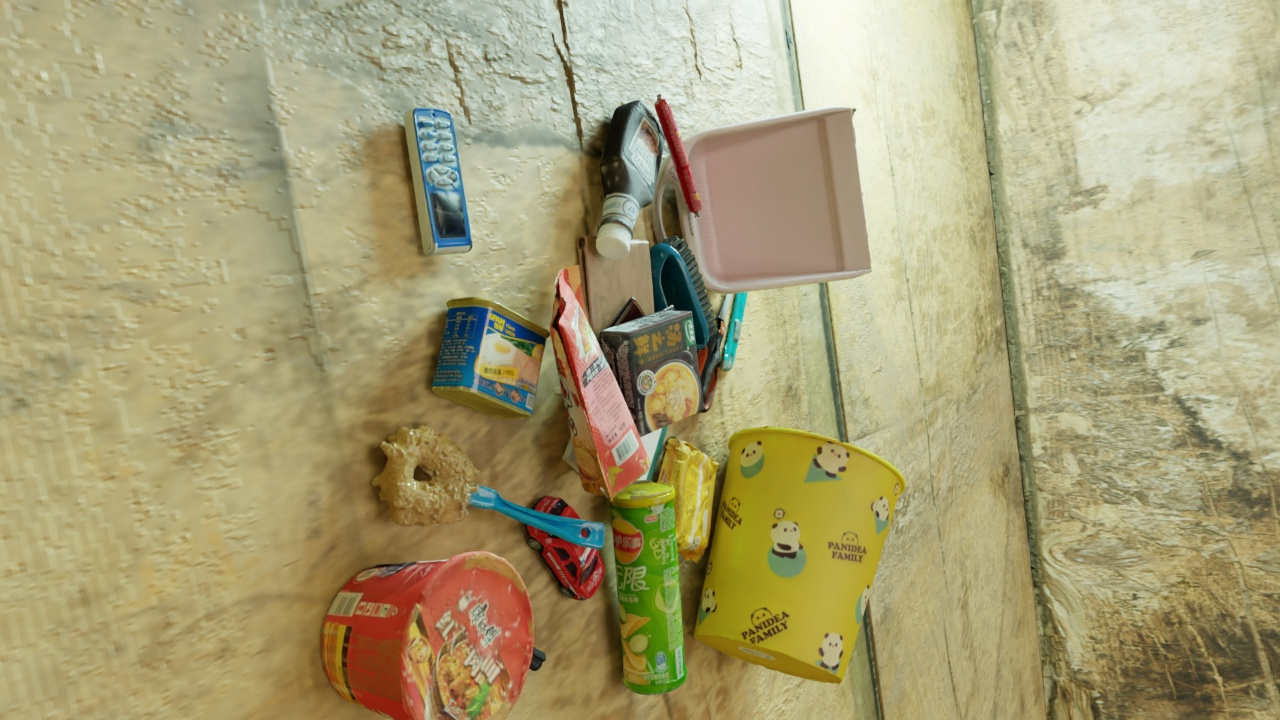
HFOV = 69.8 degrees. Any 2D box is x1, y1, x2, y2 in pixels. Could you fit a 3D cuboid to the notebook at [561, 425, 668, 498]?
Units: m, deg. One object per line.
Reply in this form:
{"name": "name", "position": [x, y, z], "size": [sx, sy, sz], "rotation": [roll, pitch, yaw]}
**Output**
{"name": "notebook", "position": [-0.012, 0.056, 1.032], "size": [0.150, 0.012, 0.208], "rotation": [50, 48, -42]}

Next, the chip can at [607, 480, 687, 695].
{"name": "chip can", "position": [0.008, 0.243, 0.978], "size": [0.072, 0.073, 0.221], "rotation": [-13, 100, -56]}

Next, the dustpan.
{"name": "dustpan", "position": [0.157, -0.190, 1.145], "size": [0.138, 0.274, 0.222], "rotation": [-45, 123, -79]}

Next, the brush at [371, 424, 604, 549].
{"name": "brush", "position": [-0.123, 0.125, 0.800], "size": [0.254, 0.046, 0.083], "rotation": [29, 54, -42]}

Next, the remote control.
{"name": "remote control", "position": [-0.177, -0.154, 0.797], "size": [0.048, 0.024, 0.125], "rotation": [-15, 98, -56]}

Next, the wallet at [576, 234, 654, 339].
{"name": "wallet", "position": [-0.025, -0.079, 1.006], "size": [0.101, 0.020, 0.115], "rotation": [-5, 88, -47]}

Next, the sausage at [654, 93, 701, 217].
{"name": "sausage", "position": [0.045, -0.236, 1.067], "size": [0.020, 0.020, 0.156], "rotation": [-56, 135, -43]}

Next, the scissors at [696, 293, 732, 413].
{"name": "scissors", "position": [0.097, -0.043, 1.190], "size": [0.125, 0.022, 0.234], "rotation": [44, 51, -56]}

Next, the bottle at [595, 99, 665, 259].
{"name": "bottle", "position": [-0.015, -0.196, 1.007], "size": [0.080, 0.044, 0.194], "rotation": [48, 42, -44]}

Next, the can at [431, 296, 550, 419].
{"name": "can", "position": [-0.133, 0.000, 0.817], "size": [0.102, 0.057, 0.083], "rotation": [30, 64, -52]}

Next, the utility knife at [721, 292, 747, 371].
{"name": "utility knife", "position": [0.133, -0.058, 1.261], "size": [0.029, 0.013, 0.171], "rotation": [43, 52, -48]}

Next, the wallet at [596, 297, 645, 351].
{"name": "wallet", "position": [-0.006, 0.006, 1.004], "size": [0.096, 0.020, 0.122], "rotation": [-57, 133, -29]}

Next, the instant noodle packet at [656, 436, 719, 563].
{"name": "instant noodle packet", "position": [0.050, 0.167, 1.086], "size": [0.110, 0.044, 0.128], "rotation": [35, 60, -50]}

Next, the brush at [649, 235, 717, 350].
{"name": "brush", "position": [0.042, -0.071, 1.090], "size": [0.073, 0.055, 0.144], "rotation": [-44, 123, -39]}

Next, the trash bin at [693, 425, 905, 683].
{"name": "trash bin", "position": [0.188, 0.245, 1.137], "size": [0.229, 0.230, 0.254], "rotation": [42, 59, -46]}

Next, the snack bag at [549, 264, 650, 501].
{"name": "snack bag", "position": [-0.049, 0.023, 0.884], "size": [0.128, 0.073, 0.208], "rotation": [-82, 159, -66]}

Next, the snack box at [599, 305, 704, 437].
{"name": "snack box", "position": [0.018, 0.008, 0.985], "size": [0.125, 0.053, 0.113], "rotation": [-21, 108, -41]}

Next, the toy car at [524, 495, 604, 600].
{"name": "toy car", "position": [-0.070, 0.187, 0.904], "size": [0.052, 0.045, 0.120], "rotation": [-58, 134, -40]}

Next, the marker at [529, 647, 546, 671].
{"name": "marker", "position": [-0.128, 0.249, 0.831], "size": [0.131, 0.022, 0.018], "rotation": [52, 3, -41]}

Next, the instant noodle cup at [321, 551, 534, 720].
{"name": "instant noodle cup", "position": [-0.165, 0.211, 0.699], "size": [0.137, 0.109, 0.138], "rotation": [8, 80, -56]}
